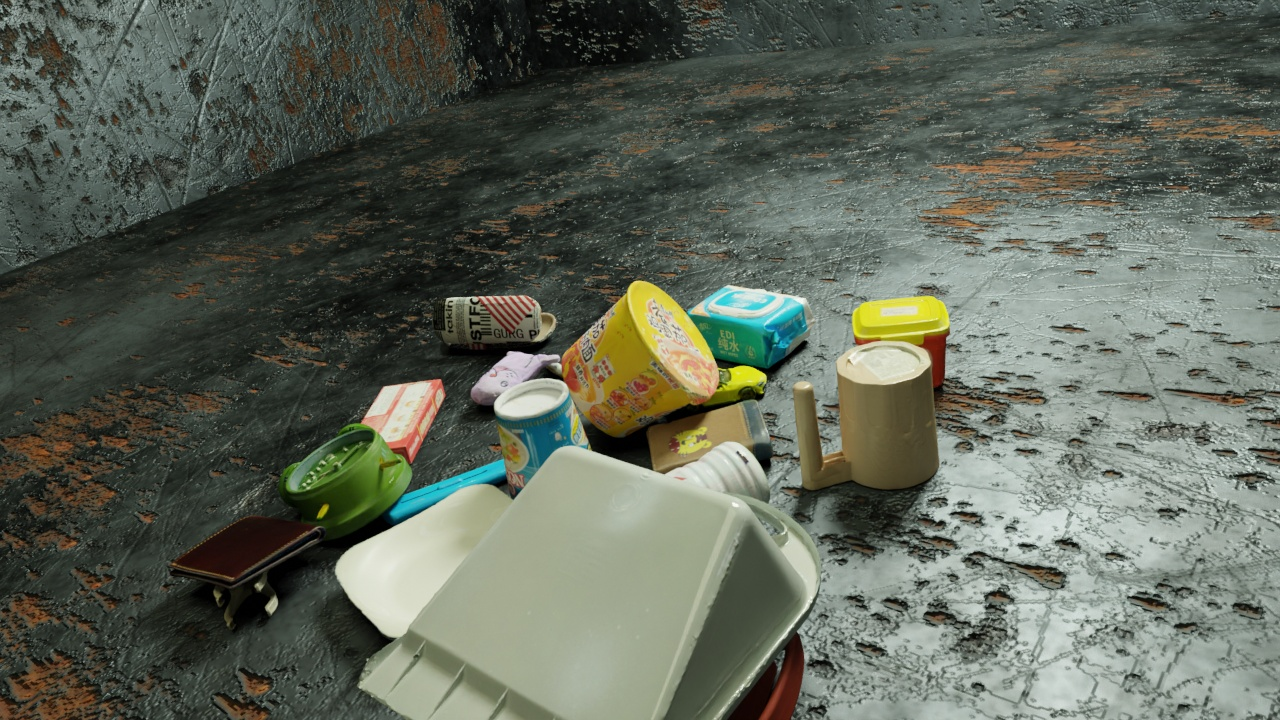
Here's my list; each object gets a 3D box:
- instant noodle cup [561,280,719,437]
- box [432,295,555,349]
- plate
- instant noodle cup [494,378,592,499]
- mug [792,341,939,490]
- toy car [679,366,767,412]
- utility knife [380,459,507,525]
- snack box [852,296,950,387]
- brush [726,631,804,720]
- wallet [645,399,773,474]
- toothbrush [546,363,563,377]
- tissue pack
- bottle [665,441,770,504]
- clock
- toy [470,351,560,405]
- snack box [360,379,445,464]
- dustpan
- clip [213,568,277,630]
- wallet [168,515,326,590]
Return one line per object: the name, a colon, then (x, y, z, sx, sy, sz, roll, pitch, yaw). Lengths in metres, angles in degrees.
instant noodle cup: (-0.005, 0.005, 0.926, 0.110, 0.138, 0.137, -36, 18, 23)
box: (-0.191, -0.048, 1.217, 0.163, 0.076, 0.087, -2, 2, 20)
plate: (-0.163, 0.176, 0.784, 0.164, 0.034, 0.164, -27, 30, -28)
instant noodle cup: (-0.089, 0.079, 0.859, 0.099, 0.110, 0.099, -11, 26, 5)
mug: (0.194, 0.051, 0.795, 0.124, 0.104, 0.084, -14, 26, -4)
toy car: (0.082, 0.025, 0.978, 0.105, 0.032, 0.048, -10, 26, 2)
utility knife: (-0.166, 0.120, 0.916, 0.191, 0.018, 0.034, -21, 27, -17)
snack box: (0.263, -0.015, 0.923, 0.091, 0.080, 0.081, -5, 28, 15)
brush: (0.055, 0.222, 0.565, 0.069, 0.063, 0.145, -12, 24, 32)
wallet: (0.065, 0.078, 0.884, 0.115, 0.033, 0.090, -15, 27, 2)
toothbrush: (-0.072, 0.028, 1.061, 0.018, 0.016, 0.191, -34, 33, -21)
tissue pack: (0.122, -0.042, 1.058, 0.140, 0.063, 0.089, 14, 37, 42)
bottle: (0.011, 0.136, 0.753, 0.196, 0.068, 0.068, -25, 29, -18)
clock: (-0.299, 0.116, 0.918, 0.116, 0.056, 0.161, -37, 26, -23)
toy: (-0.154, 0.021, 1.082, 0.084, 0.039, 0.107, 1, 28, 34)
snack box: (-0.280, 0.072, 1.052, 0.075, 0.025, 0.152, -8, 27, 8)
dustpan: (-0.005, 0.166, 0.607, 0.223, 0.143, 0.257, 13, 60, 39)
clip: (-0.365, 0.203, 0.822, 0.082, 0.035, 0.105, -26, 25, -27)
wallet: (-0.359, 0.172, 0.835, 0.122, 0.020, 0.096, -3, 22, 40)
